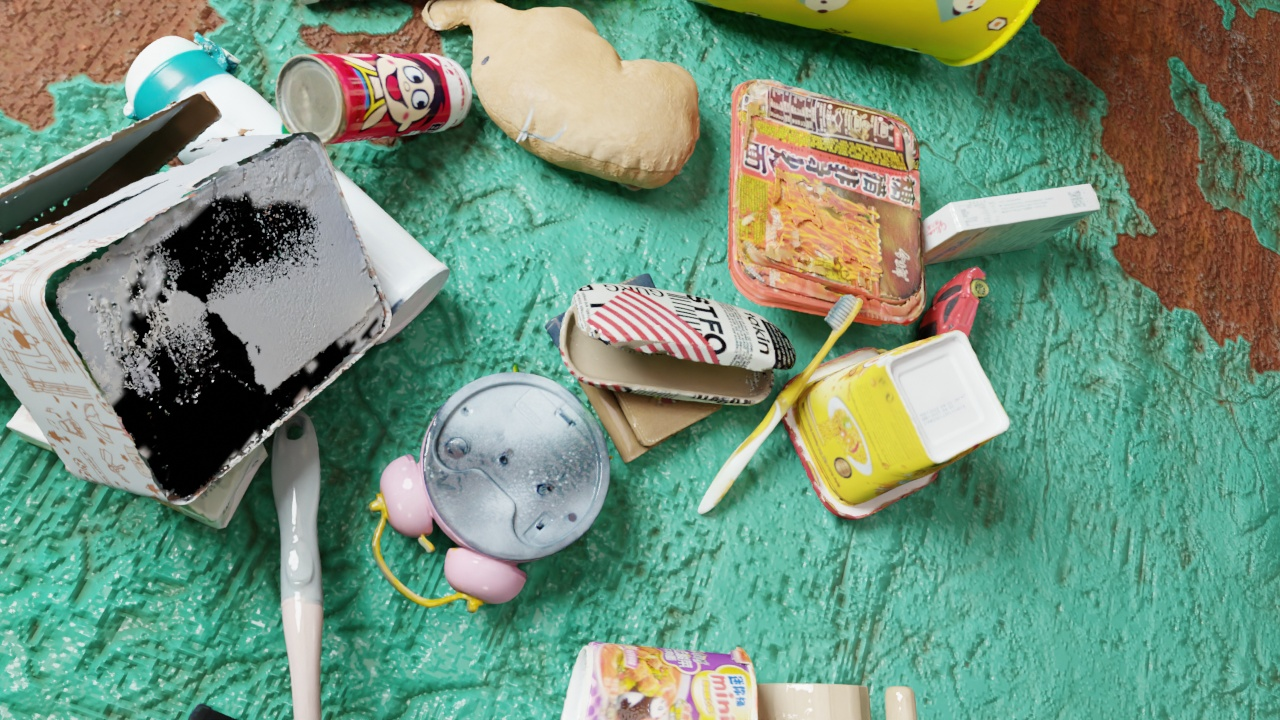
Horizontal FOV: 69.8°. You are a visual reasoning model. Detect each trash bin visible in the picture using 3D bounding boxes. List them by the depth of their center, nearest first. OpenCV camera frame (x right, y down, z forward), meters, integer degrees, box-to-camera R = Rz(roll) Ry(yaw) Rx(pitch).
[{"bbox_3d":[0.172,-0.371,0.743,0.255,0.230,0.229,2,72,-14],"label":"trash bin"}]

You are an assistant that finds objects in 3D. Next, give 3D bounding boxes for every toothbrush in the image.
[{"bbox_3d":[-0.153,0.245,0.515,0.212,0.026,0.027,27,103,-10],"label":"toothbrush"},{"bbox_3d":[0.097,0.030,0.649,0.018,0.016,0.191,38,87,-14],"label":"toothbrush"}]

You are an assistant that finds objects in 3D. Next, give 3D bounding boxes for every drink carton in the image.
[{"bbox_3d":[-0.283,0.045,0.522,0.122,0.046,0.053,28,66,-10],"label":"drink carton"}]

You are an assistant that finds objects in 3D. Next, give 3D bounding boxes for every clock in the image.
[{"bbox_3d":[-0.095,0.083,0.574,0.117,0.060,0.158,45,62,-3],"label":"clock"}]

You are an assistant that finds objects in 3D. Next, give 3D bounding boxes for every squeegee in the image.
[{"bbox_3d":[-0.183,0.143,0.498,0.247,0.040,0.249,-4,72,-17],"label":"squeegee"}]

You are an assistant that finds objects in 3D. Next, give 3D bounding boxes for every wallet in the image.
[{"bbox_3d":[-0.004,0.004,0.650,0.090,0.033,0.115,-27,87,-27],"label":"wallet"}]

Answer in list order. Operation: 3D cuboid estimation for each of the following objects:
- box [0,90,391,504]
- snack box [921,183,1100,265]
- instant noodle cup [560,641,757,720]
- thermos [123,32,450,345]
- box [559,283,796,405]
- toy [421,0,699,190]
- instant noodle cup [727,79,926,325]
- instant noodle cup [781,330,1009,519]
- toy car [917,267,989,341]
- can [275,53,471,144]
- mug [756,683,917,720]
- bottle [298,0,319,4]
[{"bbox_3d":[-0.282,-0.041,0.492,0.182,0.193,0.156,-53,137,-46],"label":"box"},{"bbox_3d":[0.296,-0.112,0.770,0.156,0.085,0.027,-10,77,-23],"label":"snack box"},{"bbox_3d":[0.005,0.219,0.545,0.099,0.112,0.111,14,68,-5],"label":"instant noodle cup"},{"bbox_3d":[-0.225,-0.112,0.584,0.224,0.073,0.073,43,63,-2],"label":"thermos"},{"bbox_3d":[0.022,-0.007,0.627,0.163,0.081,0.074,6,41,-24],"label":"box"},{"bbox_3d":[-0.061,-0.206,0.675,0.226,0.083,0.143,25,45,-9],"label":"toy"},{"bbox_3d":[0.136,-0.112,0.713,0.164,0.079,0.188,10,69,-17],"label":"instant noodle cup"},{"bbox_3d":[0.181,0.041,0.654,0.116,0.124,0.116,-20,81,-25],"label":"instant noodle cup"},{"bbox_3d":[0.250,-0.033,0.747,0.031,0.049,0.106,33,66,-9],"label":"toy car"},{"bbox_3d":[-0.169,-0.173,0.602,0.053,0.053,0.132,53,32,2],"label":"can"},{"bbox_3d":[0.119,0.254,0.562,0.084,0.125,0.103,17,64,-34],"label":"mug"},{"bbox_3d":[-0.148,-0.295,0.664,0.206,0.060,0.059,-15,78,-9],"label":"bottle"}]
